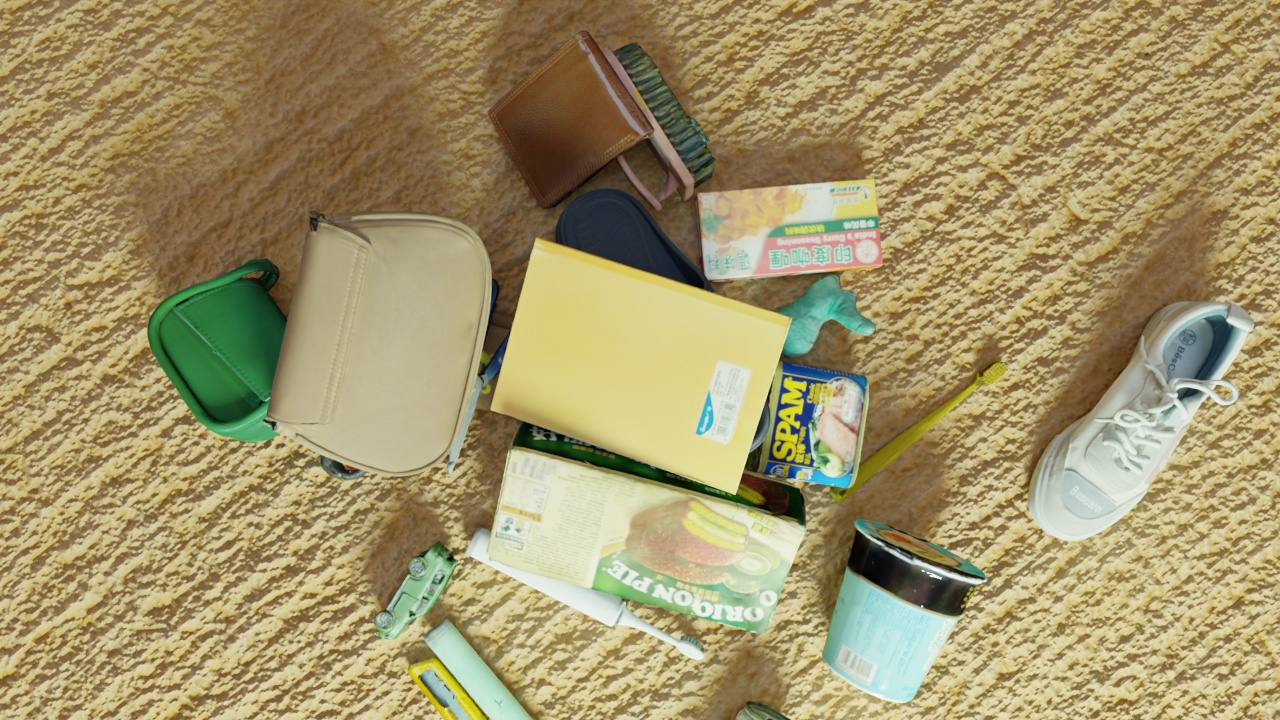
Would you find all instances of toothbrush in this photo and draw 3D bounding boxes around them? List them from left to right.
[{"bbox_3d":[-0.103,0.312,0.777,0.027,0.027,0.224,-40,89,-24],"label":"toothbrush"},{"bbox_3d":[-0.045,0.202,0.783,0.221,0.026,0.027,26,112,1],"label":"toothbrush"},{"bbox_3d":[0.243,0.061,0.798,0.190,0.016,0.015,-38,88,-2],"label":"toothbrush"}]

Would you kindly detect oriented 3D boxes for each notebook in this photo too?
[{"bbox_3d":[-0.004,0.004,0.704,0.206,0.010,0.146,18,103,9],"label":"notebook"}]

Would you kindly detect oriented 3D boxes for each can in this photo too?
[{"bbox_3d":[0.080,0.363,0.761,0.058,0.058,0.146,27,87,0],"label":"can"},{"bbox_3d":[0.142,0.053,0.778,0.083,0.057,0.102,10,87,-2],"label":"can"}]

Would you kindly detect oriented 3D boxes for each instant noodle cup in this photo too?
[{"bbox_3d":[0.208,0.208,0.754,0.111,0.111,0.120,20,95,0],"label":"instant noodle cup"}]

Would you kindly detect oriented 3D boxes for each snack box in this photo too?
[{"bbox_3d":[0.003,0.133,0.747,0.240,0.063,0.115,14,115,0],"label":"snack box"},{"bbox_3d":[0.128,-0.113,0.800,0.156,0.027,0.077,-5,88,-1],"label":"snack box"}]

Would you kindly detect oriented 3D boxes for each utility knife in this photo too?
[{"bbox_3d":[-0.145,0.316,0.781,0.033,0.015,0.154,-40,88,-5],"label":"utility knife"}]

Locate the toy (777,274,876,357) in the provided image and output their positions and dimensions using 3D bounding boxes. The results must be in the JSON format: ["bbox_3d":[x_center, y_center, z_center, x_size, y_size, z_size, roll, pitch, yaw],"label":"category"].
[{"bbox_3d":[0.150,-0.037,0.786,0.091,0.030,0.096,-41,53,-12],"label":"toy"}]

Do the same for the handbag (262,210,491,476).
[{"bbox_3d":[-0.200,-0.018,0.713,0.147,0.100,0.204,13,93,-26],"label":"handbag"}]

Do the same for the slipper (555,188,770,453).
[{"bbox_3d":[0.008,-0.037,0.743,0.110,0.083,0.268,-28,73,-5],"label":"slipper"}]

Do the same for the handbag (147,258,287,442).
[{"bbox_3d":[-0.323,-0.005,0.755,0.120,0.068,0.131,-34,82,-12],"label":"handbag"}]

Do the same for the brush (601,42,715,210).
[{"bbox_3d":[0.002,-0.203,0.786,0.073,0.063,0.145,-33,87,1],"label":"brush"}]

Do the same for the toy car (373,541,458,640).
[{"bbox_3d":[-0.189,0.196,0.773,0.036,0.043,0.091,36,87,0],"label":"toy car"}]

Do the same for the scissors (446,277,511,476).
[{"bbox_3d":[-0.145,0.008,0.771,0.171,0.012,0.140,-33,89,4],"label":"scissors"}]

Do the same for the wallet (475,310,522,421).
[{"bbox_3d":[-0.123,0.002,0.790,0.115,0.033,0.090,15,88,3],"label":"wallet"}]

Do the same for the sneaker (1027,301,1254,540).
[{"bbox_3d":[0.423,0.052,0.765,0.089,0.091,0.242,36,88,2],"label":"sneaker"}]

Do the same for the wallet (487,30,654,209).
[{"bbox_3d":[-0.061,-0.199,0.773,0.125,0.032,0.101,-31,89,31],"label":"wallet"}]

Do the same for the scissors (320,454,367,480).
[{"bbox_3d":[-0.270,-0.006,0.792,0.234,0.022,0.221,-15,88,-1],"label":"scissors"}]
